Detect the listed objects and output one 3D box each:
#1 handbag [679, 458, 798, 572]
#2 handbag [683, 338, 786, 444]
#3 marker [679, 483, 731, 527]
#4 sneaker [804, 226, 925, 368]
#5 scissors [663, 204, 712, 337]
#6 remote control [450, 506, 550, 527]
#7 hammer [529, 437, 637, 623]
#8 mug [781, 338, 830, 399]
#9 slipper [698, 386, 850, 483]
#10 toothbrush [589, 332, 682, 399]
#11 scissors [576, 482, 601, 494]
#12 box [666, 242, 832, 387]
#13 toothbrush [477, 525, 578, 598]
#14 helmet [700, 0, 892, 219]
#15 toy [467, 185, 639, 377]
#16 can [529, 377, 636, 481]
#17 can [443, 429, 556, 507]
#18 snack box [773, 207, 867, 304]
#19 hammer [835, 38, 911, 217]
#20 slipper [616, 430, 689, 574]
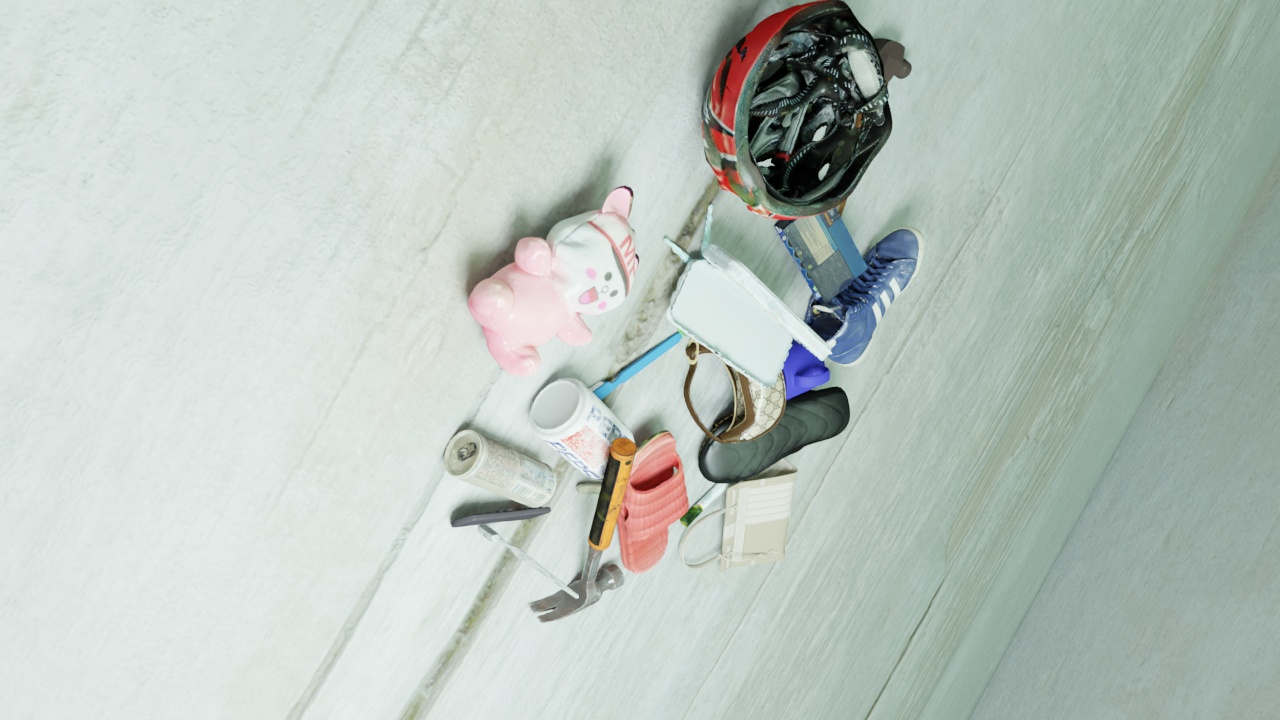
[{"bbox_3d":[0.140,0.253,1.394,0.197,0.062,0.176,-18,127,-29],"label":"handbag"},{"bbox_3d":[0.121,0.029,1.228,0.138,0.063,0.166,-25,109,-27],"label":"handbag"},{"bbox_3d":[0.113,0.194,1.359,0.146,0.017,0.017,-40,134,-23],"label":"marker"},{"bbox_3d":[0.320,-0.108,1.360,0.118,0.091,0.233,14,109,-46],"label":"sneaker"},{"bbox_3d":[0.079,-0.114,1.166,0.167,0.023,0.171,-3,113,-39],"label":"scissors"},{"bbox_3d":[-0.162,0.179,1.056,0.124,0.047,0.009,3,70,-46],"label":"remote control"},{"bbox_3d":[-0.057,0.210,1.113,0.137,0.035,0.315,-23,144,-33],"label":"hammer"},{"bbox_3d":[0.217,0.016,1.298,0.083,0.111,0.079,-19,112,-38],"label":"mug"},{"bbox_3d":[0.193,0.102,1.352,0.267,0.076,0.113,-19,106,-23],"label":"slipper"},{"bbox_3d":[-0.007,0.007,1.143,0.166,0.014,0.016,-36,133,-32],"label":"toothbrush"},{"bbox_3d":[-0.013,0.153,1.211,0.178,0.015,0.188,-26,128,-36],"label":"scissors"},{"bbox_3d":[0.126,-0.038,1.153,0.125,0.106,0.215,-46,121,9],"label":"box"},{"bbox_3d":[-0.126,0.219,1.004,0.010,0.182,0.010,-1,106,-42],"label":"toothbrush"},{"bbox_3d":[0.170,-0.278,1.045,0.271,0.167,0.217,-48,123,-25],"label":"helmet"},{"bbox_3d":[-0.080,-0.085,0.962,0.212,0.084,0.142,-39,136,-22],"label":"toy"},{"bbox_3d":[-0.064,0.084,1.073,0.078,0.078,0.136,-53,138,-10],"label":"can"},{"bbox_3d":[-0.153,0.123,1.022,0.135,0.054,0.054,33,86,-49],"label":"can"},{"bbox_3d":[0.252,-0.157,1.272,0.082,0.027,0.150,-40,126,-4],"label":"snack box"},{"bbox_3d":[0.294,-0.282,1.277,0.115,0.033,0.323,1,111,-48],"label":"hammer"},{"bbox_3d":[0.019,0.203,1.220,0.103,0.059,0.249,-26,135,-33],"label":"slipper"}]
